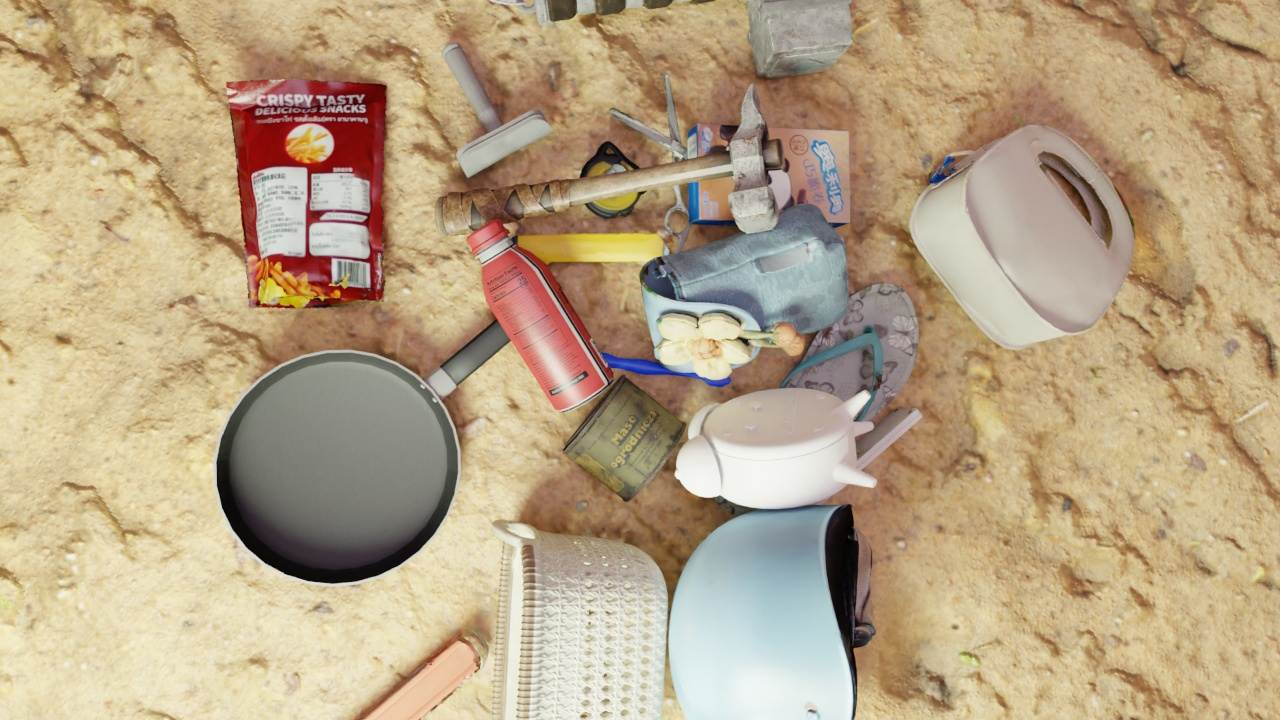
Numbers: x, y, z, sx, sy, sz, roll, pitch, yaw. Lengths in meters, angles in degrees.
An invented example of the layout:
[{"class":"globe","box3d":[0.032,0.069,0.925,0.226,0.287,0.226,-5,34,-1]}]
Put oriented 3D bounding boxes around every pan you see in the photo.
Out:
[{"class":"pan","box3d":[-0.210,0.044,0.830,0.355,0.044,0.204,-42,100,-15]}]

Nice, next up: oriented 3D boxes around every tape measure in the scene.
[{"class":"tape measure","box3d":[-0.027,-0.163,0.850,0.061,0.034,0.061,38,85,-6]}]

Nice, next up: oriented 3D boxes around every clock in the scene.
[{"class":"clock","box3d":[0.114,0.065,0.775,0.161,0.125,0.073,-5,111,15]}]

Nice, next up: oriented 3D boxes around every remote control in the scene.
[{"class":"remote control","box3d":[0.203,0.091,0.857,0.136,0.050,0.011,-40,92,-3]}]

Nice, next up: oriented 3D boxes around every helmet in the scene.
[{"class":"helmet","box3d":[0.112,0.240,0.774,0.167,0.224,0.266,-2,130,17]}]

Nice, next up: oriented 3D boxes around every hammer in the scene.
[{"class":"hammer","box3d":[-0.033,-0.154,0.807,0.319,0.049,0.121,-8,76,15]},{"class":"hammer","box3d":[0.023,-0.339,0.831,0.326,0.079,0.177,-8,91,-3]}]

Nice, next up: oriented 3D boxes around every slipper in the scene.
[{"class":"slipper","box3d":[0.172,0.043,0.856,0.098,0.055,0.268,41,89,-5]}]

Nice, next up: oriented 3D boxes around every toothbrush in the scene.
[{"class":"toothbrush","box3d":[-0.005,0.005,0.864,0.182,0.018,0.016,9,88,-1]}]

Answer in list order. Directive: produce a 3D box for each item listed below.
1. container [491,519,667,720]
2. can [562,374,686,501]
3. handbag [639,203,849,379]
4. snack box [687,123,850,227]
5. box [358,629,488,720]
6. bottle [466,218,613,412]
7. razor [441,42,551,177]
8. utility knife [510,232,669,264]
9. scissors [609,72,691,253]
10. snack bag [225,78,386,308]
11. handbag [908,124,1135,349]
[{"class":"container","box3d":[-0.063,0.263,0.782,0.142,0.185,0.246,4,89,-14]},{"class":"can","box3d":[-0.015,0.069,0.824,0.074,0.090,0.090,39,88,-4]},{"class":"handbag","box3d":[0.097,-0.050,0.812,0.192,0.122,0.118,-17,46,-6]},{"class":"snack box","box3d":[0.119,-0.169,0.847,0.151,0.034,0.087,-1,90,-15]},{"class":"box","box3d":[-0.217,0.318,0.834,0.186,0.056,0.059,-42,124,-1]},{"class":"bottle","box3d":[-0.093,-0.042,0.813,0.062,0.062,0.176,-32,100,-3]},{"class":"razor","box3d":[-0.148,-0.239,0.843,0.088,0.047,0.116,-29,84,-3]},{"class":"utility knife","box3d":[-0.049,-0.102,0.849,0.151,0.017,0.030,1,103,10]},{"class":"scissors","box3d":[0.036,-0.179,0.849,0.141,0.014,0.175,5,87,-20]},{"class":"snack bag","box3d":[-0.294,-0.152,0.822,0.139,0.067,0.208,-4,88,-9]},{"class":"handbag","box3d":[0.363,-0.124,0.859,0.199,0.093,0.200,-38,92,-23]}]
